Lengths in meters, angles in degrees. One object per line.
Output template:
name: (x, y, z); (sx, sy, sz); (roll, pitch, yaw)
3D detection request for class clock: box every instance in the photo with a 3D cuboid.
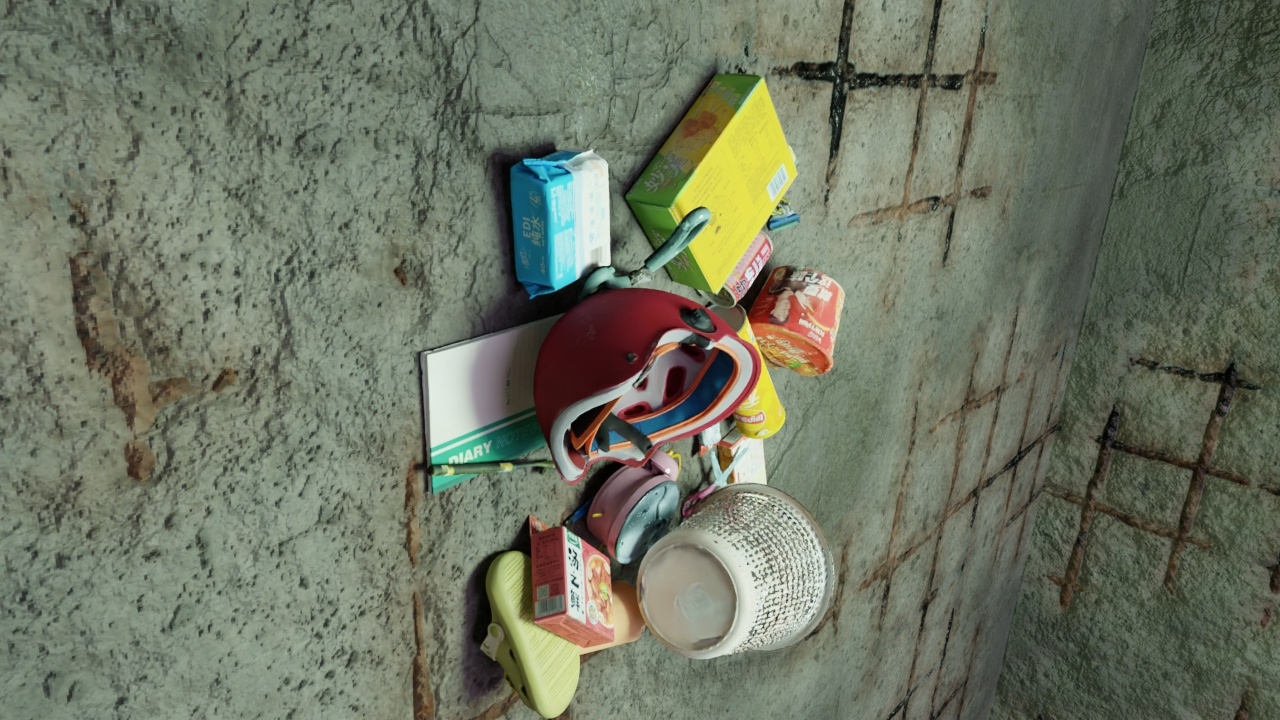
clock: (0.002, 0.173, 1.127); (0.158, 0.060, 0.117); (-37, 145, -32)

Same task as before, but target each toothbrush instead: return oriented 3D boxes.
toothbrush: (-0.149, 0.114, 0.954); (0.185, 0.012, 0.017); (6, 113, -54)
toothbrush: (-0.026, 0.149, 1.136); (0.189, 0.016, 0.014); (-37, 127, -35)

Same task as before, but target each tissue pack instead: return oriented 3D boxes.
tissue pack: (-0.080, -0.137, 0.903); (0.089, 0.063, 0.140); (-31, 131, -43)

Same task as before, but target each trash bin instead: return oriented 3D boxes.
trash bin: (0.104, 0.276, 1.153); (0.191, 0.228, 0.227); (-1, 106, -59)

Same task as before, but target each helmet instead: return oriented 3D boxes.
helmet: (-0.006, 0.006, 0.950); (0.239, 0.144, 0.208); (-13, 146, -34)

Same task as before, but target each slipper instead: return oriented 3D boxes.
slipper: (-0.133, 0.304, 1.023); (0.091, 0.082, 0.190); (-31, 104, -56)

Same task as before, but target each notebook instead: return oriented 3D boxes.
notebook: (-0.137, 0.037, 0.953); (0.208, 0.012, 0.150); (-21, 122, -46)

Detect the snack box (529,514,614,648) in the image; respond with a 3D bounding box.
snack box: (-0.076, 0.245, 1.034); (0.113, 0.044, 0.127); (48, 28, -50)

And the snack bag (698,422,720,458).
snack bag: (0.091, 0.083, 1.244); (0.048, 0.026, 0.104); (-39, 133, -44)

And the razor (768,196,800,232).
razor: (0.173, -0.235, 1.215); (0.043, 0.022, 0.143); (-21, 131, 8)

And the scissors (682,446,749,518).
scissors: (0.113, 0.176, 1.297); (0.133, 0.017, 0.135); (-49, 133, -3)

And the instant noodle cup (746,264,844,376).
instant noodle cup: (0.211, -0.058, 1.253); (0.138, 0.138, 0.108); (47, 60, -49)

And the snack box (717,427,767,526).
snack box: (0.154, 0.167, 1.359); (0.076, 0.027, 0.156); (-38, 132, -36)

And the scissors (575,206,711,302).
scissors: (-0.006, -0.099, 0.962); (0.171, 0.019, 0.178); (-41, 171, 38)

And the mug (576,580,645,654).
mug: (-0.062, 0.320, 1.120); (0.122, 0.078, 0.078); (-4, 108, -46)

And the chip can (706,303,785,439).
chip can: (0.136, 0.017, 1.237); (0.072, 0.072, 0.213); (-52, 138, -23)

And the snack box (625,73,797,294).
snack box: (0.090, -0.208, 1.080); (0.209, 0.070, 0.158); (-55, 140, -19)

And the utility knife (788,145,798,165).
utility knife: (0.161, -0.298, 1.172); (0.213, 0.022, 0.031); (36, 75, -59)

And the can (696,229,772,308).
can: (0.116, -0.120, 1.154); (0.093, 0.067, 0.066); (-56, 140, -19)
